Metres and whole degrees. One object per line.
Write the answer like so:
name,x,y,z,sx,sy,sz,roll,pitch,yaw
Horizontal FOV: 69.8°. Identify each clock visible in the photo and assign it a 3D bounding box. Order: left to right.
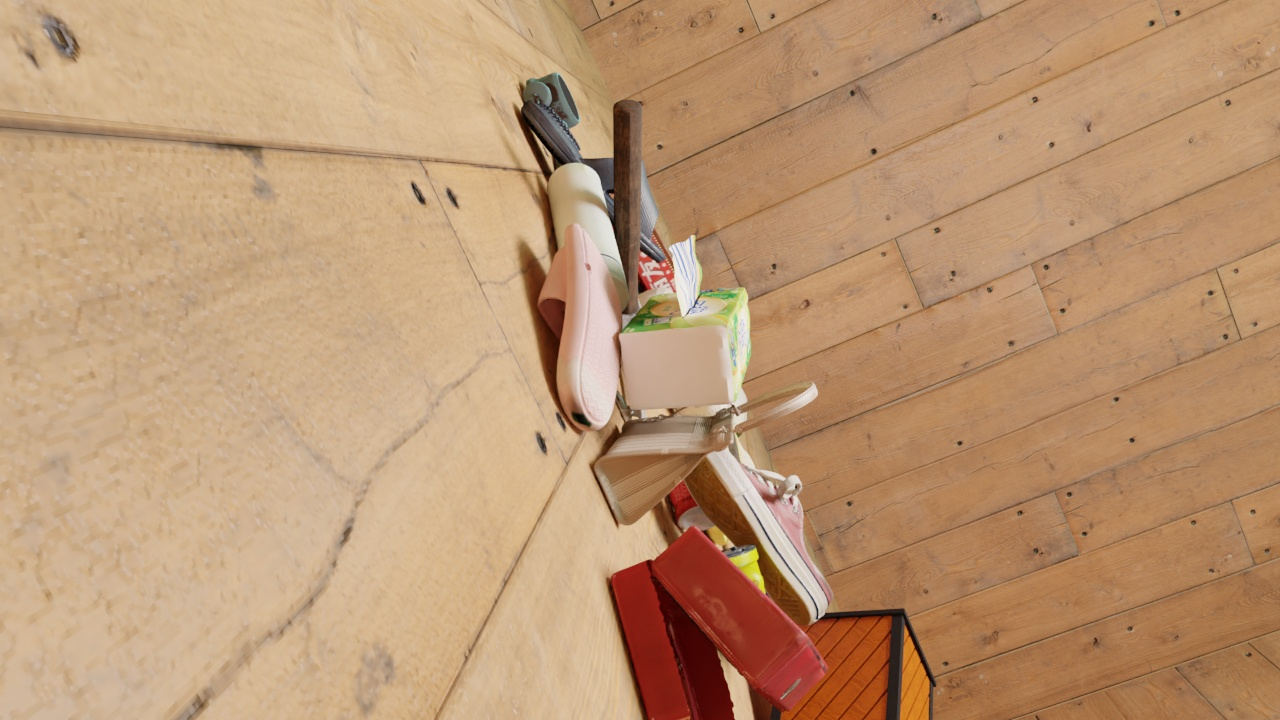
clock,-0.123,-0.348,1.262,0.124,0.053,0.090,-93,157,-60
clock,0.079,0.217,0.901,0.119,0.083,0.057,25,49,-80

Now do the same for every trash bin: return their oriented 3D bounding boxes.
trash bin,0.235,0.390,1.008,0.140,0.140,0.171,61,32,-30

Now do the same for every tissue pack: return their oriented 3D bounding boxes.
tissue pack,0.047,-0.048,0.903,0.197,0.120,0.141,-71,155,-75

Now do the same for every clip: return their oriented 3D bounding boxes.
clip,-0.002,0.055,0.997,0.101,0.044,0.054,-43,122,-82

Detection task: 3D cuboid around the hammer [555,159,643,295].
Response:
hammer,-0.041,-0.159,1.338,0.130,0.032,0.319,-104,168,-51

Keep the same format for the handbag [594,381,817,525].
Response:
handbag,0.069,0.066,0.841,0.175,0.198,0.062,-46,112,-81

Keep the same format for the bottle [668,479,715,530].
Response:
bottle,0.055,0.126,1.063,0.062,0.062,0.137,57,12,-46

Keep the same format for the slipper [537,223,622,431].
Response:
slipper,-0.053,-0.030,0.834,0.107,0.056,0.221,59,22,-45

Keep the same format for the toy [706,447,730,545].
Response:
toy,0.091,0.158,1.208,0.155,0.064,0.170,76,3,-57

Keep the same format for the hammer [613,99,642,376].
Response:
hammer,-0.009,-0.129,1.026,0.217,0.037,0.301,-105,-168,-50

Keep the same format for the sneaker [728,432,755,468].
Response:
sneaker,0.142,0.199,1.357,0.102,0.089,0.241,69,0,-46

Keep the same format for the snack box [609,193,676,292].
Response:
snack box,0.016,-0.153,1.449,0.236,0.060,0.113,61,-1,3

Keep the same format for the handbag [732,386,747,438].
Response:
handbag,0.111,0.028,1.548,0.141,0.096,0.199,-101,166,-52

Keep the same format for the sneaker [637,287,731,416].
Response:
sneaker,0.056,0.019,1.292,0.104,0.090,0.237,-75,142,-62

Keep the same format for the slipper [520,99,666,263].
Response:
slipper,-0.041,-0.241,1.172,0.263,0.082,0.101,49,-1,-6

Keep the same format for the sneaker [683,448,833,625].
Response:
sneaker,0.132,0.160,0.967,0.241,0.087,0.118,55,-26,-1

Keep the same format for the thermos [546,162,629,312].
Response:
thermos,-0.062,-0.137,1.027,0.229,0.068,0.068,-103,166,-47

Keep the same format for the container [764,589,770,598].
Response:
container,0.127,0.262,1.061,0.084,0.085,0.113,68,10,15

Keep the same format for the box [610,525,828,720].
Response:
box,0.065,0.207,0.708,0.137,0.127,0.157,66,7,30
